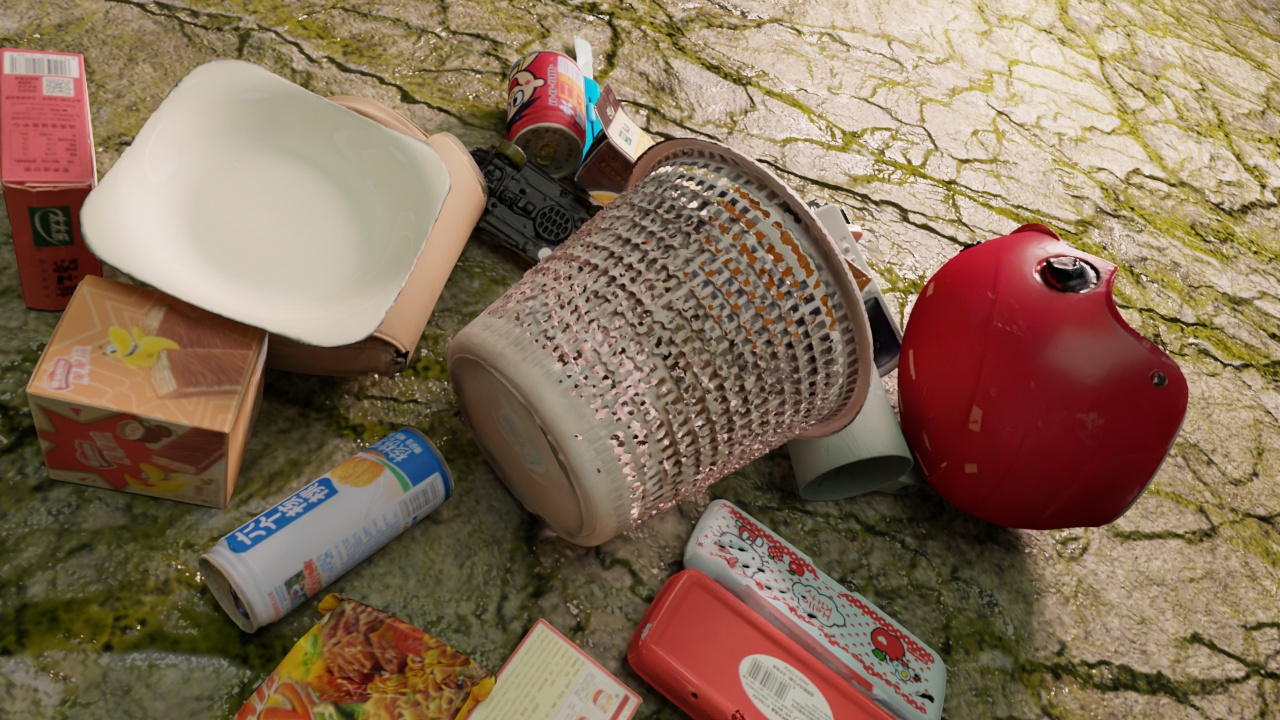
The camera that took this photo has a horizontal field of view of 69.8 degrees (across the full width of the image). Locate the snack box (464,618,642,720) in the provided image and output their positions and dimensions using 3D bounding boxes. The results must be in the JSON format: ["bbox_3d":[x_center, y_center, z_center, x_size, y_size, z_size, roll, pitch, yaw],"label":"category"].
[{"bbox_3d":[-0.070,0.222,0.489,0.077,0.027,0.155,37,49,5],"label":"snack box"}]

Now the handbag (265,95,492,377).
[{"bbox_3d":[-0.194,-0.087,0.607,0.148,0.100,0.204,20,56,-4],"label":"handbag"}]

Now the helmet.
[{"bbox_3d":[0.266,0.015,0.694,0.144,0.207,0.239,-10,56,-10],"label":"helmet"}]

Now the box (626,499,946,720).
[{"bbox_3d":[0.102,0.190,0.585,0.201,0.050,0.160,36,45,2],"label":"box"}]

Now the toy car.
[{"bbox_3d":[-0.079,-0.107,0.709,0.158,0.042,0.070,35,77,3],"label":"toy car"}]

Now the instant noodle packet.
[{"bbox_3d":[-0.151,0.185,0.456,0.111,0.044,0.128,21,46,17],"label":"instant noodle packet"}]

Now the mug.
[{"bbox_3d":[0.158,0.045,0.693,0.123,0.084,0.103,15,51,-44],"label":"mug"}]

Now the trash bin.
[{"bbox_3d":[-0.002,0.003,0.576,0.191,0.228,0.227,-35,75,-26],"label":"trash bin"}]

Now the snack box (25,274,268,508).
[{"bbox_3d":[-0.263,0.021,0.501,0.094,0.093,0.076,14,52,-16],"label":"snack box"}]

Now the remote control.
[{"bbox_3d":[0.171,-0.054,0.764,0.058,0.021,0.150,-32,97,-19],"label":"remote control"}]

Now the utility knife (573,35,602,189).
[{"bbox_3d":[-0.049,-0.232,0.837,0.034,0.018,0.207,8,52,-19],"label":"utility knife"}]

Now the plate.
[{"bbox_3d":[-0.206,-0.085,0.523,0.164,0.034,0.163,24,56,-10],"label":"plate"}]

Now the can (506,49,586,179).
[{"bbox_3d":[-0.079,-0.205,0.771,0.066,0.067,0.093,9,53,-19],"label":"can"}]

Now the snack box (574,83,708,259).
[{"bbox_3d":[-0.001,-0.150,0.732,0.125,0.053,0.113,40,22,-14],"label":"snack box"}]

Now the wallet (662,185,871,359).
[{"bbox_3d":[0.104,-0.069,0.731,0.130,0.119,0.035,37,11,-3],"label":"wallet"}]

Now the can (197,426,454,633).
[{"bbox_3d":[-0.173,0.092,0.518,0.053,0.053,0.134,46,50,11],"label":"can"}]

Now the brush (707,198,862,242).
[{"bbox_3d":[0.116,-0.099,0.787,0.145,0.063,0.073,3,57,-22],"label":"brush"}]

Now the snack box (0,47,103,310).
[{"bbox_3d":[-0.342,-0.094,0.535,0.044,0.113,0.127,-5,59,-30],"label":"snack box"}]
